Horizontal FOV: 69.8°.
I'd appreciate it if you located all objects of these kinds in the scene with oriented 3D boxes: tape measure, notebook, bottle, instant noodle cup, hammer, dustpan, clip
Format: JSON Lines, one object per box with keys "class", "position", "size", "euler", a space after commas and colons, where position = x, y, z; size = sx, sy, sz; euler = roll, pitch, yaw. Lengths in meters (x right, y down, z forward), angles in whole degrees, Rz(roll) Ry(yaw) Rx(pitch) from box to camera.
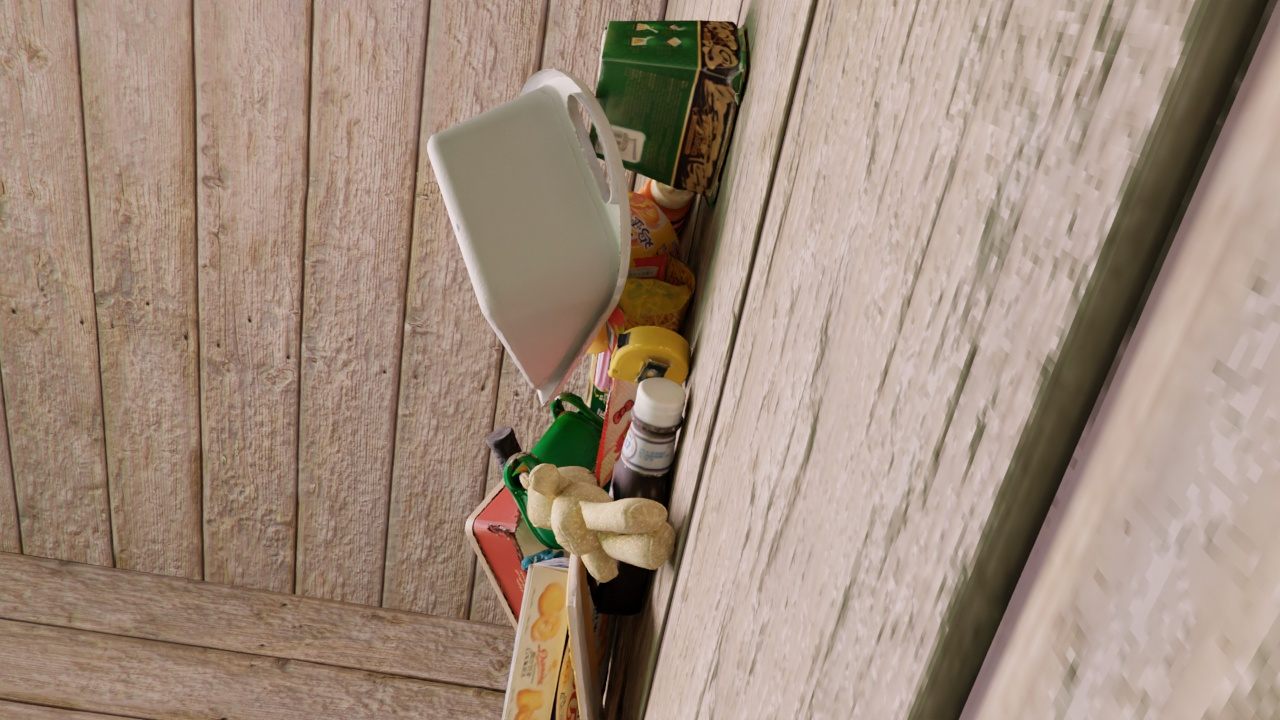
{"class": "tape measure", "position": [0.008, 0.001, 0.681], "size": [0.057, 0.060, 0.028], "euler": [115, 167, -55]}
{"class": "notebook", "position": [-0.040, 0.254, 0.716], "size": [0.145, 0.010, 0.206], "euler": [-98, 2, -79]}
{"class": "bottle", "position": [-0.003, 0.103, 0.701], "size": [0.079, 0.044, 0.195], "euler": [-103, 22, -58]}
{"class": "instant noodle cup", "position": [-0.035, -0.091, 0.874], "size": [0.109, 0.138, 0.138], "euler": [-37, -25, -35]}
{"class": "hammer", "position": [-0.105, 0.208, 1.051], "size": [0.128, 0.033, 0.301], "euler": [-66, -39, -58]}
{"class": "bottle", "position": [0.020, -0.151, 0.908], "size": [0.150, 0.066, 0.066], "euler": [129, 151, -67]}
{"class": "dustpan", "position": [-0.075, -0.108, 0.767], "size": [0.258, 0.142, 0.222], "euler": [68, -179, -74]}
{"class": "clip", "position": [-0.089, 0.186, 0.851], "size": [0.057, 0.047, 0.014], "euler": [-1, -81, -69]}

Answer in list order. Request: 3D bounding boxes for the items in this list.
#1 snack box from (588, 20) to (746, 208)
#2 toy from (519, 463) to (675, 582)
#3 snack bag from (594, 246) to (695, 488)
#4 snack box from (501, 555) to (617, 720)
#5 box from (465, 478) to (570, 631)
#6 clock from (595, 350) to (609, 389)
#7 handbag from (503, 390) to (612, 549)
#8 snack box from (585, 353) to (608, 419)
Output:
{"class": "snack box", "position": [0.016, -0.198, 0.703], "size": [0.117, 0.105, 0.118], "euler": [-86, 5, -51]}
{"class": "toy", "position": [-0.032, 0.108, 0.648], "size": [0.066, 0.105, 0.157], "euler": [-46, 25, -23]}
{"class": "snack bag", "position": [-0.007, 0.010, 0.797], "size": [0.128, 0.073, 0.208], "euler": [-64, -12, -45]}
{"class": "snack box", "position": [-0.068, 0.273, 0.849], "size": [0.182, 0.046, 0.178], "euler": [28, -109, -74]}
{"class": "box", "position": [-0.097, 0.206, 0.938], "size": [0.091, 0.081, 0.168], "euler": [-50, -50, -45]}
{"class": "clock", "position": [-0.015, -0.032, 1.092], "size": [0.117, 0.060, 0.159], "euler": [-95, 17, -73]}
{"class": "handbag", "position": [-0.064, 0.105, 0.865], "size": [0.068, 0.120, 0.131], "euler": [-20, 24, 38]}
{"class": "snack box", "position": [-0.053, 0.098, 1.306], "size": [0.115, 0.063, 0.239], "euler": [104, 174, -59]}
